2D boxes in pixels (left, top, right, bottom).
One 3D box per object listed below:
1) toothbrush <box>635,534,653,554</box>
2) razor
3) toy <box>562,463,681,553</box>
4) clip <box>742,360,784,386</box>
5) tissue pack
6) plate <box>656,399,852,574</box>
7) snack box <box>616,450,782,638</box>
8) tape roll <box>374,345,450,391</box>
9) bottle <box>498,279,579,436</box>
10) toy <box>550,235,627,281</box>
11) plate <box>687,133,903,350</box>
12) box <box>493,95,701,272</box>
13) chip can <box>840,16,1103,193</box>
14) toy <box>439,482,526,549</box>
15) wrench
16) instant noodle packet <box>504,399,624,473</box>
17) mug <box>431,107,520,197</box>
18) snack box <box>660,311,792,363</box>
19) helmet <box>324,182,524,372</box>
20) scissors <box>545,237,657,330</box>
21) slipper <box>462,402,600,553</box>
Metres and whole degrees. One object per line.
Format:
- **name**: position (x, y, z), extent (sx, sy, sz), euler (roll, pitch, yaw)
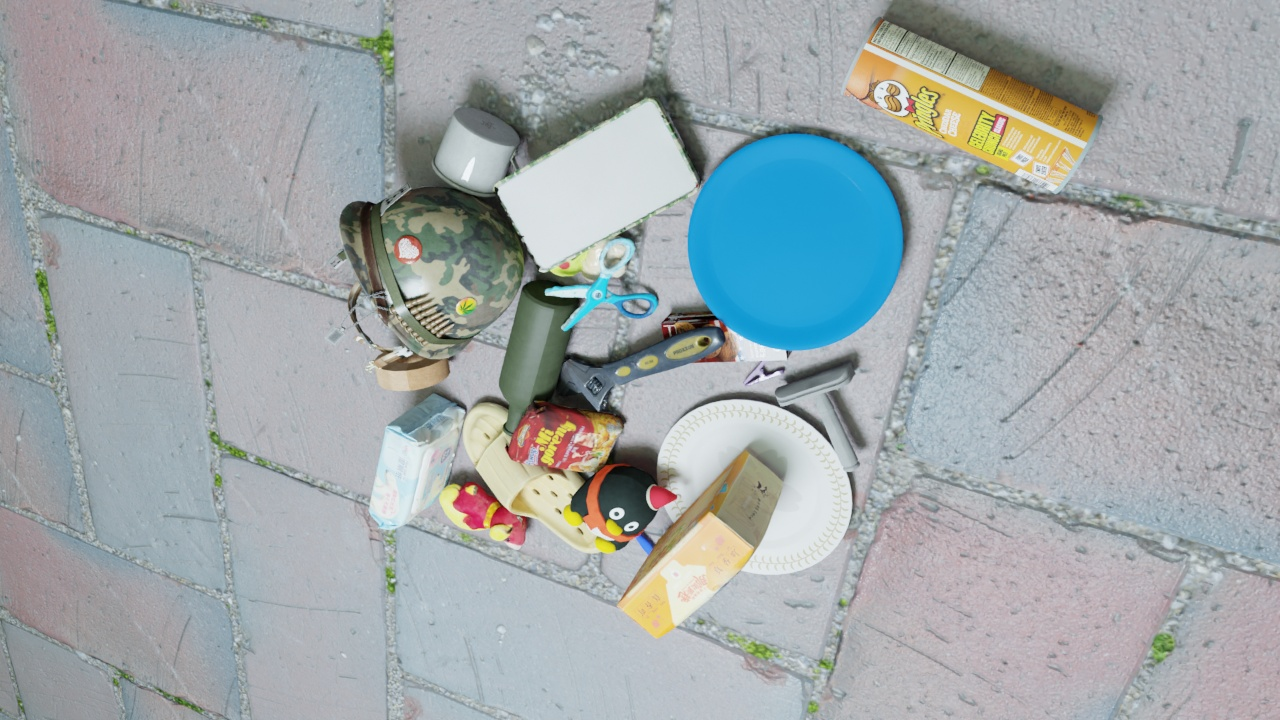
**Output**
- **toothbrush**: position (0.015, 0.252, 1.219), extent (0.016, 0.018, 0.182), euler (-32, 101, 31)
- **razor**: position (0.213, 0.070, 1.021), extent (0.088, 0.047, 0.116), euler (-21, 98, 30)
- **toy**: position (-0.021, 0.175, 1.138), extent (0.097, 0.099, 0.119), euler (45, 141, -19)
- **clip**: position (0.144, 0.016, 1.053), extent (0.046, 0.014, 0.050), euler (25, 118, 8)
- **tissue pack**: position (-0.303, 0.141, 1.247), extent (0.070, 0.111, 0.182), euler (26, 121, 12)
- **plate**: position (0.136, 0.154, 1.118), extent (0.243, 0.016, 0.243), euler (9, 116, 19)
- **snack box**: position (0.077, 0.221, 1.077), extent (0.080, 0.144, 0.196), euler (40, 122, 2)
- **tape roll**: position (-0.296, 0.007, 1.192), extent (0.094, 0.093, 0.027), euler (6, 115, 21)
- **bottle**: position (-0.134, 0.005, 1.132), extent (0.071, 0.071, 0.207), euler (25, 120, 11)
- **toy**: position (-0.066, -0.134, 1.057), extent (0.115, 0.046, 0.092), euler (21, 114, 4)
- **plate**: position (0.160, -0.122, 0.963), extent (0.225, 0.024, 0.224), euler (5, 104, 20)
- **box**: position (-0.046, -0.188, 0.990), extent (0.206, 0.050, 0.117), euler (-27, 104, 14)
- **chip can**: position (0.297, -0.233, 0.835), extent (0.215, 0.075, 0.075), euler (28, 121, 9)
- **toy**: position (-0.218, 0.207, 1.268), extent (0.137, 0.067, 0.106), euler (16, 141, 25)
- **wrench**: position (-0.007, 0.006, 1.080), extent (0.274, 0.022, 0.073), euler (-21, 95, 43)
- **instant noodle packet**: position (-0.093, 0.099, 1.150), extent (0.135, 0.039, 0.099), euler (13, 130, -24)
- **mug**: position (-0.173, -0.228, 1.039), extent (0.113, 0.084, 0.071), euler (31, 119, -1)
- **snack box**: position (0.098, -0.028, 1.041), extent (0.141, 0.031, 0.051), euler (-2, 112, 24)
- **helmet**: position (-0.261, -0.102, 1.062), extent (0.237, 0.224, 0.192), euler (-35, 53, 30)
- **scissors**: position (-0.037, -0.075, 1.053), extent (0.134, 0.012, 0.134), euler (34, 108, -31)
- **slipper**: position (-0.146, 0.170, 1.213), extent (0.261, 0.079, 0.112), euler (41, 126, 1)
